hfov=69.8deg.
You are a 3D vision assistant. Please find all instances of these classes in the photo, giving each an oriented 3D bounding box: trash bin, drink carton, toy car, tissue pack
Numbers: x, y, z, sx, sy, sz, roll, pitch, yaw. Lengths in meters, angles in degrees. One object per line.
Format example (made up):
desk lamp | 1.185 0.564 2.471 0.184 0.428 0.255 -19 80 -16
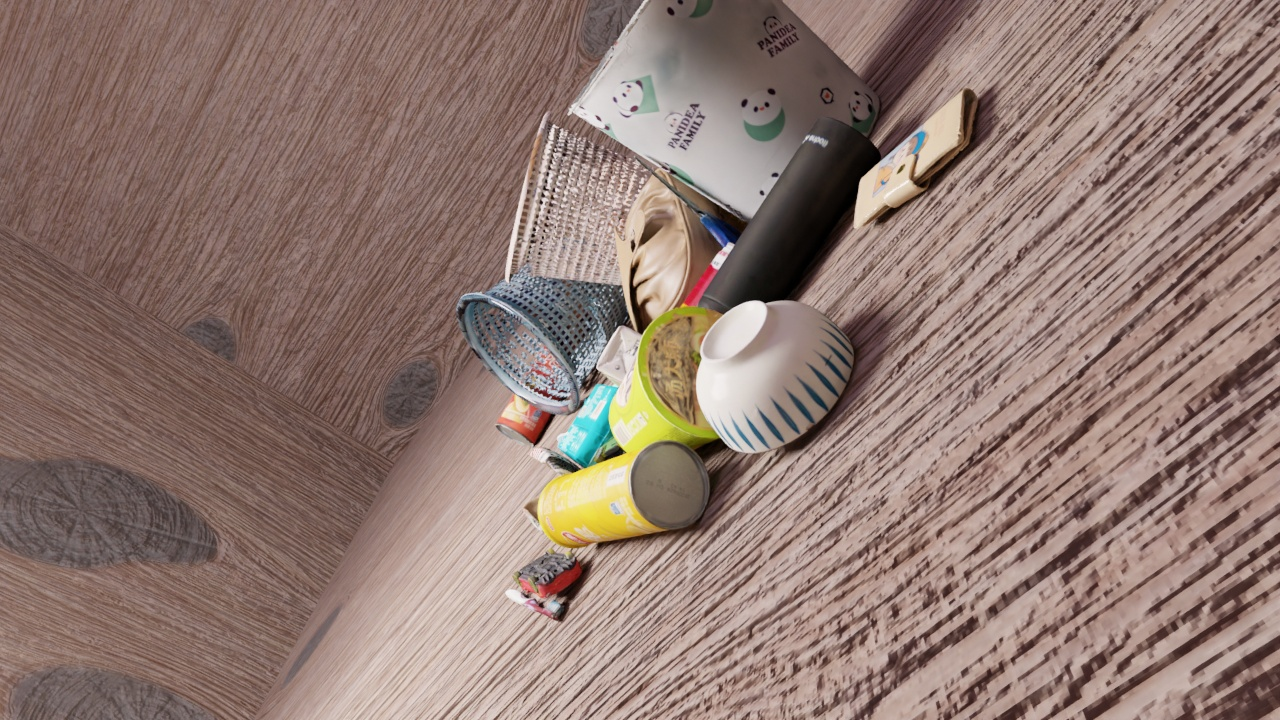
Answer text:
trash bin | -0.059 -0.190 1.203 0.227 0.192 0.227 -168 92 -84
drink carton | -0.006 0.006 0.975 0.053 0.045 0.122 -62 -13 -6
trash bin | 0.091 -0.275 0.949 0.230 0.252 0.229 -51 14 18
toy car | -0.091 0.207 0.891 0.049 0.031 0.106 -30 6 -24
trash bin | -0.120 -0.066 1.340 0.194 0.226 0.227 -48 8 -27
toy car | -0.011 0.087 0.889 0.091 0.043 0.036 -33 25 58
tissue pack | -0.041 0.077 1.005 0.093 0.050 0.133 -59 13 -7

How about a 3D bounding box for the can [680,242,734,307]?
can | 0.069 -0.049 0.911 0.133 0.053 0.053 -55 13 2

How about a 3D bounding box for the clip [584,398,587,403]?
clip | -0.066 0.058 1.219 0.039 0.014 0.055 -50 15 24

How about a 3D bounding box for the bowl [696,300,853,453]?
bowl | 0.085 0.001 0.652 0.117 0.066 0.116 -34 28 21

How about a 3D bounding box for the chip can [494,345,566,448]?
chip can | -0.146 0.029 1.443 0.216 0.073 0.073 -59 14 -18

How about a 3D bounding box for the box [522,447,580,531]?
box | -0.096 0.147 0.992 0.088 0.076 0.163 -61 15 -10

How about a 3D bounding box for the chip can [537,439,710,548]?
chip can | -0.022 0.118 0.788 0.071 0.072 0.214 -62 14 -25

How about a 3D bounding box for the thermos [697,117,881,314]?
thermos | 0.128 -0.093 0.818 0.090 0.068 0.242 33 90 45

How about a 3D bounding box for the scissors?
scissors | 0.058 -0.150 0.941 0.012 0.174 0.108 -46 38 24

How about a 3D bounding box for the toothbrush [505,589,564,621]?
toothbrush | -0.108 0.241 0.921 0.017 0.016 0.188 -52 11 -19

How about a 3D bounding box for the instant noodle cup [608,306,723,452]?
instant noodle cup | 0.030 0.031 0.767 0.111 0.111 0.124 -63 7 -30

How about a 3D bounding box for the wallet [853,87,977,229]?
wallet | 0.215 -0.155 0.725 0.115 0.024 0.087 -40 15 45

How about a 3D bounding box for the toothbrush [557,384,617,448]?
toothbrush | -0.054 0.062 1.135 0.225 0.026 0.027 -39 43 51

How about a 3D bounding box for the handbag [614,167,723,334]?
handbag | 0.027 -0.118 1.036 0.148 0.099 0.204 -56 32 37

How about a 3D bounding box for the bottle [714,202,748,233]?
bottle | 0.084 -0.161 1.124 0.057 0.057 0.175 -60 13 -18
